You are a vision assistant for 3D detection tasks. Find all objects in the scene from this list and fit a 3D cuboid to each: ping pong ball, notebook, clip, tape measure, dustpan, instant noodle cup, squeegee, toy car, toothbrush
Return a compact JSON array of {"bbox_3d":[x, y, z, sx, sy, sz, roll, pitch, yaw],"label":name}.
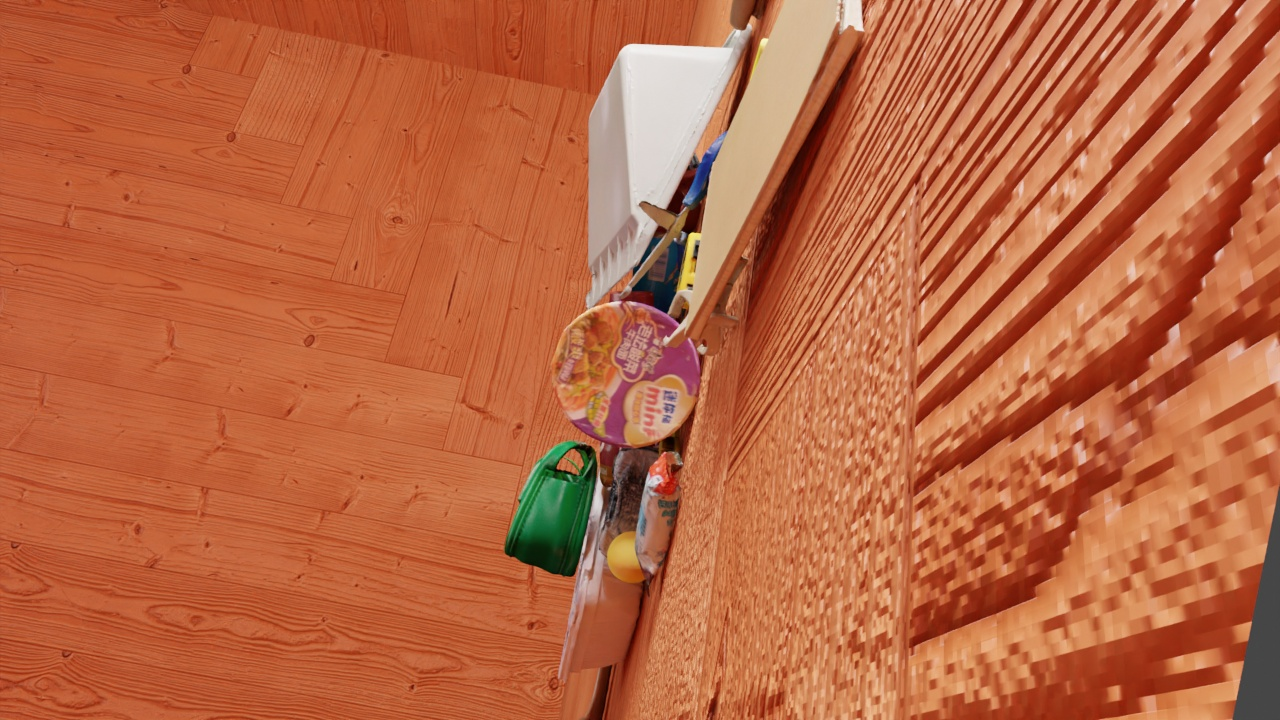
[{"bbox_3d":[-0.006,0.155,0.725,0.040,0.040,0.040,-174,95,-88],"label":"ping pong ball"},{"bbox_3d":[0.065,-0.129,0.478,0.212,0.012,0.149,115,169,-53],"label":"notebook"},{"bbox_3d":[0.043,-0.030,0.585,0.101,0.035,0.076,132,151,-69],"label":"clip"},{"bbox_3d":[0.046,-0.067,0.700,0.060,0.029,0.057,109,171,-81],"label":"tape measure"},{"bbox_3d":[0.033,-0.191,0.867,0.223,0.142,0.257,152,116,-75],"label":"dustpan"},{"bbox_3d":[-0.004,0.004,0.726,0.099,0.111,0.111,-45,-33,-78],"label":"instant noodle cup"},{"bbox_3d":[-0.050,0.358,0.833,0.246,0.039,0.246,147,135,-86],"label":"squeegee"},{"bbox_3d":[-0.005,0.123,0.765,0.031,0.049,0.105,-80,1,-84],"label":"toy car"},{"bbox_3d":[-0.029,0.198,0.854,0.173,0.060,0.138,-83,5,-50],"label":"instant noodle cup"},{"bbox_3d":[0.027,0.034,0.796,0.189,0.016,0.016,-83,4,-64],"label":"toothbrush"}]

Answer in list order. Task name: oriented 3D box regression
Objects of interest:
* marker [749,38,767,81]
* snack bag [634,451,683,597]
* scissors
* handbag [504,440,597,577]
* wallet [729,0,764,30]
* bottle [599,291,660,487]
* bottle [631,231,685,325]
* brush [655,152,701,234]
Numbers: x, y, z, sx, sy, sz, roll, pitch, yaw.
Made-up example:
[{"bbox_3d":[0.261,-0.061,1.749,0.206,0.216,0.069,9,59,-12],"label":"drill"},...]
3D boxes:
[{"bbox_3d":[0.079,-0.176,0.637,0.124,0.015,0.018,99,-178,-67],"label":"marker"},{"bbox_3d":[0.011,0.116,0.669,0.045,0.026,0.105,-113,33,-70],"label":"snack bag"},{"bbox_3d":[0.034,-0.106,0.713,0.175,0.012,0.162,-58,-21,-15],"label":"scissors"},{"bbox_3d":[-0.074,0.131,0.836,0.131,0.068,0.120,114,175,-84],"label":"handbag"},{"bbox_3d":[0.098,-0.339,0.739,0.115,0.033,0.090,104,179,-62],"label":"wallet"},{"bbox_3d":[-0.008,0.025,0.823,0.057,0.057,0.175,-106,16,-85],"label":"bottle"},{"bbox_3d":[0.009,-0.017,0.909,0.065,0.065,0.219,-95,15,-82],"label":"bottle"},{"bbox_3d":[0.040,-0.174,1.049,0.146,0.063,0.069,106,145,-73],"label":"brush"}]
